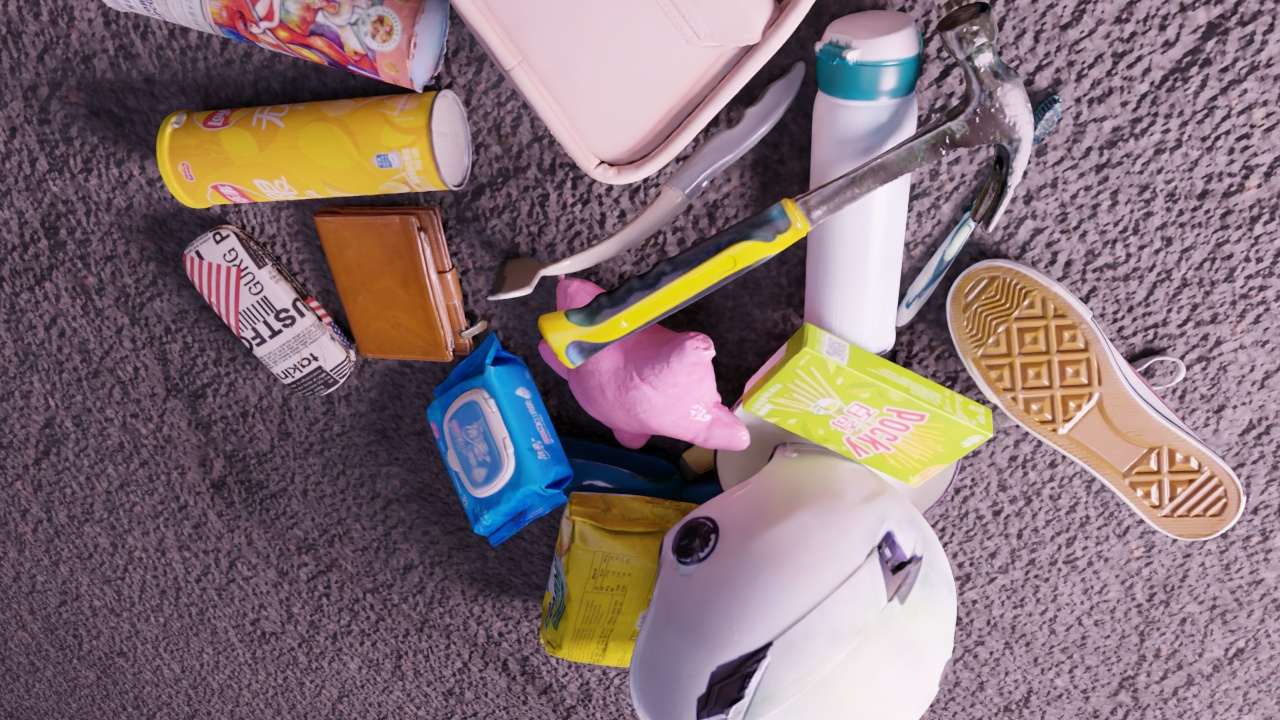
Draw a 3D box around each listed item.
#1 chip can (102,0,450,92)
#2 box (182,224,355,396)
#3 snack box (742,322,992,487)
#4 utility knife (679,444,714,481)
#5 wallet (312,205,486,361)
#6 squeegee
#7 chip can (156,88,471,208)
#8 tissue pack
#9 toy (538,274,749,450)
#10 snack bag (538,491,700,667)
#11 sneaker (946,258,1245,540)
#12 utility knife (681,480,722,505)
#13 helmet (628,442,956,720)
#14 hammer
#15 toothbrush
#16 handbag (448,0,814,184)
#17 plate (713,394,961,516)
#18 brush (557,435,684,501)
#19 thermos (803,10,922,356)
[{"bbox_3d":[-0.238,-0.239,0.603,0.215,0.071,0.071,15,125,1],"label":"chip can"},{"bbox_3d":[-0.307,-0.037,0.757,0.074,0.064,0.164,-21,118,41],"label":"box"},{"bbox_3d":[0.161,0.035,0.655,0.156,0.026,0.086,24,140,-13],"label":"snack box"},{"bbox_3d":[0.089,0.058,0.763,0.152,0.018,0.031,-34,115,31],"label":"utility knife"},{"bbox_3d":[-0.190,-0.059,0.732,0.119,0.035,0.131,1,123,14],"label":"wallet"},{"bbox_3d":[0.014,-0.111,0.602,0.246,0.246,0.039,-35,102,0],"label":"squeegee"},{"bbox_3d":[-0.233,-0.151,0.660,0.213,0.071,0.072,-1,123,12],"label":"chip can"},{"bbox_3d":[-0.120,0.064,0.750,0.095,0.052,0.157,-37,68,29],"label":"tissue pack"},{"bbox_3d":[-0.004,0.004,0.690,0.178,0.074,0.195,51,150,-21],"label":"toy"},{"bbox_3d":[-0.001,0.201,0.801,0.158,0.068,0.247,7,140,-7],"label":"snack bag"},{"bbox_3d":[0.315,0.022,0.651,0.241,0.087,0.118,45,110,7],"label":"sneaker"},{"bbox_3d":[0.024,0.126,0.820,0.166,0.018,0.034,-7,108,17],"label":"utility knife"},{"bbox_3d":[0.129,0.200,0.660,0.146,0.258,0.229,19,146,58],"label":"helmet"},{"bbox_3d":[0.083,-0.078,0.569,0.324,0.031,0.126,-28,118,16],"label":"hammer"},{"bbox_3d":[0.227,-0.095,0.630,0.016,0.018,0.192,24,124,-5],"label":"toothbrush"},{"bbox_3d":[0.015,-0.231,0.492,0.234,0.093,0.193,-34,116,15],"label":"handbag"},{"bbox_3d":[0.154,0.069,0.734,0.192,0.039,0.193,2,126,3],"label":"plate"},{"bbox_3d":[-0.033,0.099,0.776,0.144,0.073,0.055,12,86,3],"label":"brush"},{"bbox_3d":[0.147,-0.112,0.608,0.073,0.073,0.225,3,124,10],"label":"thermos"}]
